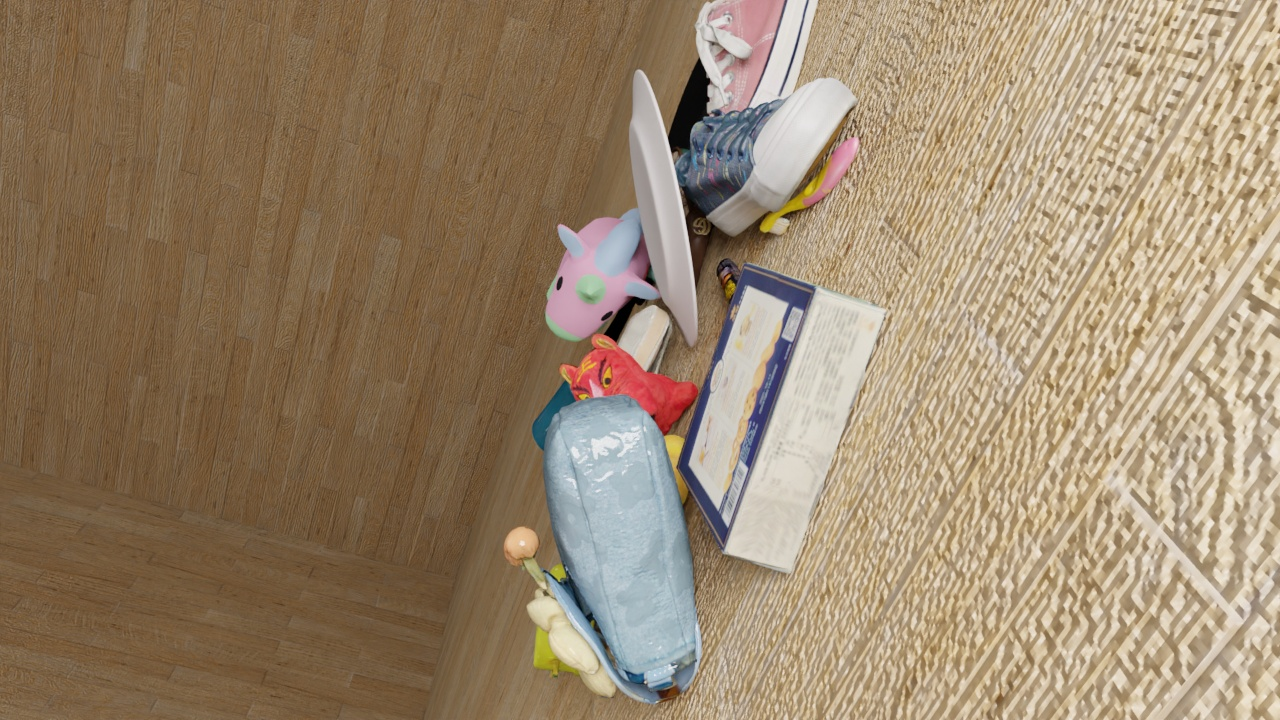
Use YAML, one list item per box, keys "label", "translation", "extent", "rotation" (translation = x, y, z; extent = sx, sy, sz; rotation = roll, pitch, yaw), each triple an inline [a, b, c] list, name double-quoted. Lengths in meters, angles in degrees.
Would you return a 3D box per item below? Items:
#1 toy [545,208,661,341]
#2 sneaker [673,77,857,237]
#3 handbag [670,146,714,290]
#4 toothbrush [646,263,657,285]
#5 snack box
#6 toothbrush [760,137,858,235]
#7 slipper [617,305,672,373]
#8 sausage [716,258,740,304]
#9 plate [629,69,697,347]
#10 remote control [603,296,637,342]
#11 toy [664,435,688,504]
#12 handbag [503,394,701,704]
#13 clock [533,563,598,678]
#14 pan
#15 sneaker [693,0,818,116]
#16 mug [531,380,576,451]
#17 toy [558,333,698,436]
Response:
- label: "toy"
  translation: [-0.034, -0.106, 0.985]
  extent: [0.172, 0.120, 0.221]
  rotation: [-49, 9, 50]
- label: "sneaker"
  translation: [0.075, -0.149, 0.637]
  extent: [0.087, 0.079, 0.235]
  rotation: [-56, 5, -6]
- label: "handbag"
  translation: [0.043, -0.128, 0.899]
  extent: [0.167, 0.063, 0.138]
  rotation: [152, 125, -77]
- label: "toothbrush"
  translation: [0.011, -0.102, 1.059]
  extent: [0.135, 0.017, 0.022]
  rotation: [-134, 35, -66]
- label: "snack box"
  translation: [0.072, 0.023, 0.521]
  extent: [0.145, 0.042, 0.144]
  rotation: [-121, 48, -77]
- label: "toothbrush"
  translation: [0.113, -0.112, 0.611]
  extent: [0.136, 0.016, 0.021]
  rotation: [139, 149, -67]
- label: "slipper"
  translation: [-0.006, 0.005, 0.932]
  extent: [0.273, 0.054, 0.114]
  rotation: [131, 159, -78]
- label: "sausage"
  translation: [0.074, -0.051, 0.699]
  extent: [0.155, 0.020, 0.020]
  rotation: [-97, 26, -67]
- label: "plate"
  translation: [0.014, -0.128, 0.805]
  extent: [0.242, 0.016, 0.242]
  rotation: [166, 92, -87]
- label: "remote control"
  translation: [-0.032, -0.031, 1.039]
  extent: [0.151, 0.020, 0.041]
  rotation: [-62, 1, -35]
- label: "toy"
  translation: [-0.002, 0.113, 0.734]
  extent: [0.138, 0.067, 0.105]
  rotation: [-57, 10, 30]
- label: "handbag"
  translation: [-0.027, 0.121, 0.593]
  extent: [0.122, 0.118, 0.192]
  rotation: [-142, 40, -78]
- label: "clock"
  translation: [-0.066, 0.234, 0.849]
  extent: [0.083, 0.057, 0.119]
  rotation: [106, 169, -66]
- label: "pan"
  translation: [0.046, -0.211, 1.053]
  extent: [0.203, 0.044, 0.357]
  rotation: [-87, 19, -53]
- label: "sneaker"
  translation: [0.088, -0.266, 0.786]
  extent: [0.118, 0.088, 0.241]
  rotation: [-158, 86, -80]
- label: "mug"
  translation: [-0.093, 0.070, 1.264]
  extent: [0.078, 0.078, 0.122]
  rotation: [-83, 19, -45]
- label: "toy"
  translation: [-0.007, 0.026, 0.781]
  extent: [0.088, 0.094, 0.132]
  rotation: [-44, -20, 13]
